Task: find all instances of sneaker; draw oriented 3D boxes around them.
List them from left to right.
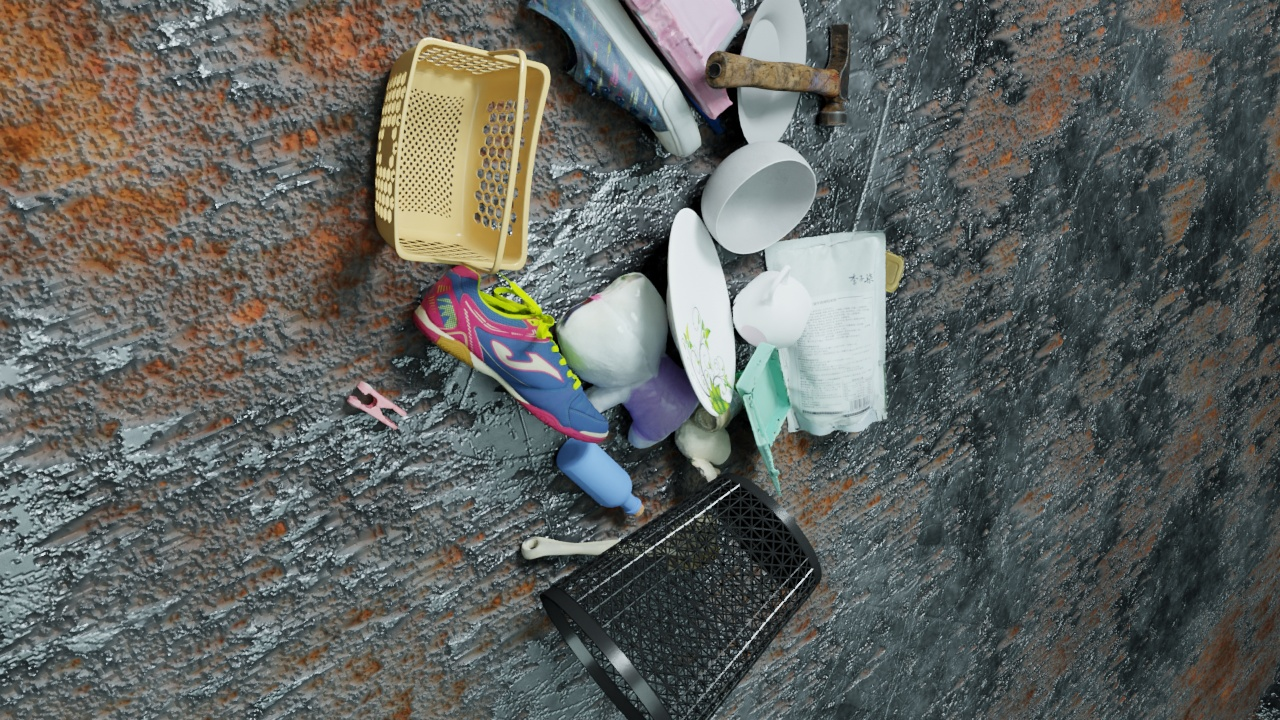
[{"bbox_3d":[-0.106,-0.004,0.913,0.241,0.116,0.091,39,89,-30],"label":"sneaker"},{"bbox_3d":[-0.027,-0.291,0.920,0.079,0.087,0.235,-39,120,2],"label":"sneaker"}]

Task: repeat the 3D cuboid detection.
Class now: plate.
[{"bbox_3d":[0.058,-0.051,1.010,0.229,0.030,0.229,-8,90,-70],"label":"plate"},{"bbox_3d":[0.142,-0.326,1.031,0.172,0.019,0.173,-36,135,-48],"label":"plate"}]

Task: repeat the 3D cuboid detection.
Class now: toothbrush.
[{"bbox_3d":[0.039,-0.314,0.988,0.190,0.017,0.016,43,73,-36],"label":"toothbrush"}]

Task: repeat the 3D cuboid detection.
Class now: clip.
[{"bbox_3d":[-0.258,0.050,0.883,0.041,0.023,0.059,-48,120,-9],"label":"clip"}]

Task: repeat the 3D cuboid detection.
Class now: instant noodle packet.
[{"bbox_3d":[0.244,-0.033,1.178,0.147,0.057,0.269,-7,114,4],"label":"instant noodle packet"}]

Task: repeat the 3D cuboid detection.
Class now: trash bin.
[{"bbox_3d":[0.054,0.261,0.999,0.242,0.217,0.217,-37,122,-20],"label":"trash bin"}]

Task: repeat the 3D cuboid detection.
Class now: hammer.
[{"bbox_3d":[0.157,-0.315,0.991,0.329,0.033,0.120,-21,115,-55],"label":"hammer"}]

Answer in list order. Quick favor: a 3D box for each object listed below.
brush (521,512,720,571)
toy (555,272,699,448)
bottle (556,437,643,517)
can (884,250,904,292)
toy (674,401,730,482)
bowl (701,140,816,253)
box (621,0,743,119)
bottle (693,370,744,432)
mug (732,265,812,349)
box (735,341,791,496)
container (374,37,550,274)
[{"bbox_3d":[-0.017,0.220,1.090,0.271,0.062,0.077,3,97,-32],"label":"brush"},{"bbox_3d":[-0.006,0.006,1.012,0.137,0.085,0.209,-46,130,-15],"label":"toy"},{"bbox_3d":[-0.039,0.139,1.048,0.048,0.048,0.131,-52,126,-12],"label":"bottle"},{"bbox_3d":[0.292,-0.125,1.201,0.099,0.059,0.054,12,96,-38],"label":"can"},{"bbox_3d":[0.078,0.099,1.115,0.087,0.050,0.112,26,66,-38],"label":"toy"},{"bbox_3d":[0.127,-0.192,1.043,0.131,0.064,0.132,-21,145,-16],"label":"bowl"},{"bbox_3d":[0.015,-0.367,0.913,0.233,0.075,0.172,46,41,-36],"label":"box"},{"bbox_3d":[0.105,0.050,1.107,0.109,0.043,0.043,-34,124,-49],"label":"bottle"},{"bbox_3d":[0.156,-0.064,1.089,0.076,0.090,0.124,-52,163,-25],"label":"mug"},{"bbox_3d":[0.152,0.075,1.111,0.187,0.056,0.137,60,40,-59],"label":"box"},{"bbox_3d":[-0.152,-0.175,0.797,0.129,0.167,0.183,2,103,-36],"label":"container"}]
